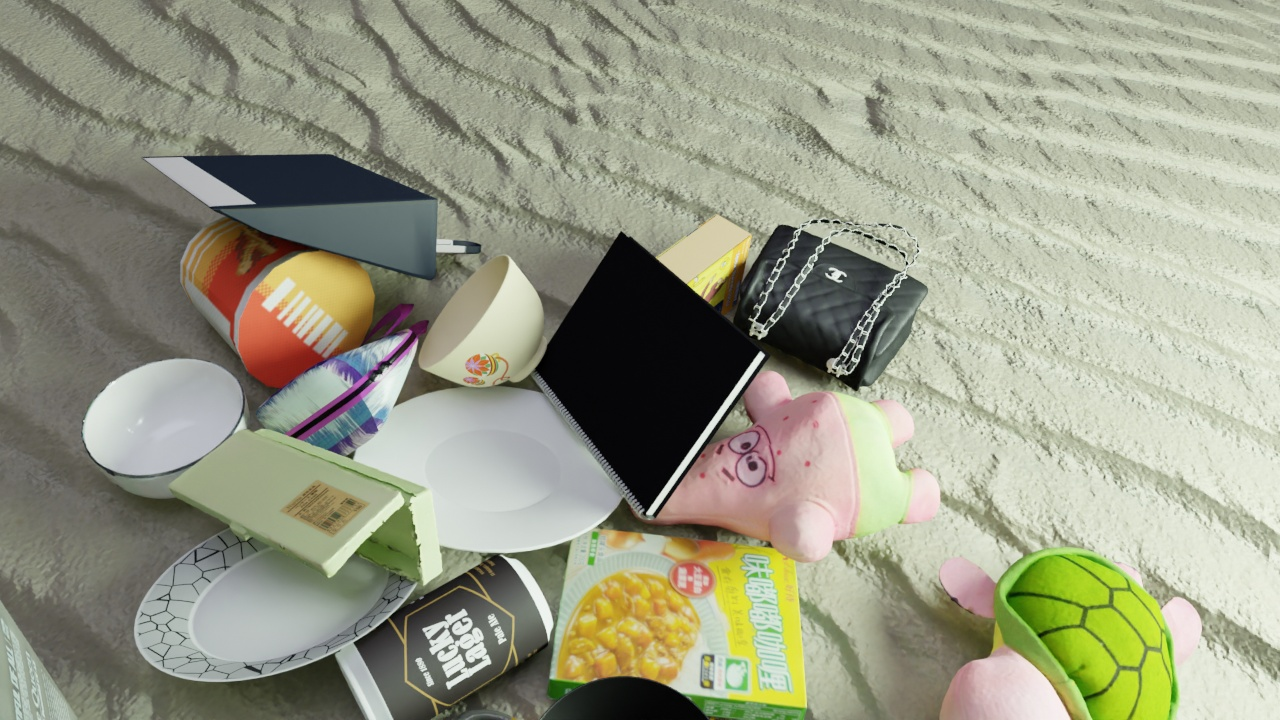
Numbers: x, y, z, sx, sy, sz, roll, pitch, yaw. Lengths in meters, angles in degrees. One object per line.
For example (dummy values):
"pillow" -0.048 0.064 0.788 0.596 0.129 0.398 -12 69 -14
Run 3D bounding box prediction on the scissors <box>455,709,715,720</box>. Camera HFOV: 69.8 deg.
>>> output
"scissors" -0.013 0.277 0.570 0.224 0.016 0.225 -34 59 -30

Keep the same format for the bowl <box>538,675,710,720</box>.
"bowl" -0.010 0.257 0.541 0.124 0.053 0.123 3 50 -3

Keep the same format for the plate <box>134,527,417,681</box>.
"plate" -0.238 0.154 0.625 0.188 0.016 0.188 -5 25 2

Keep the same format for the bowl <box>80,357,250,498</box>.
"bowl" -0.356 0.059 0.703 0.113 0.063 0.113 2 48 -3

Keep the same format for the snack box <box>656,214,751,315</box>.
"snack box" 0.040 -0.061 0.828 0.040 0.088 0.125 35 54 24

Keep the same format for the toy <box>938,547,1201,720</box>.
"toy" 0.287 0.203 0.617 0.237 0.088 0.190 -19 65 -28

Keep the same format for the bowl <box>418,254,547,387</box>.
"bowl" -0.122 -0.021 0.781 0.074 0.118 0.117 39 43 -25

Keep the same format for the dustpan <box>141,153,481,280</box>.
"dustpan" -0.264 -0.125 0.816 0.272 0.080 0.236 -11 25 -37

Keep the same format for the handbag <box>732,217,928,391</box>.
"handbag" 0.168 -0.057 0.821 0.154 0.115 0.124 29 54 15

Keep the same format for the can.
"can" -0.127 0.187 0.604 0.128 0.072 0.072 -26 56 -25

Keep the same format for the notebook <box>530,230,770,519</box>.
"notebook" -0.004 0.004 0.716 0.016 0.149 0.206 23 16 -41

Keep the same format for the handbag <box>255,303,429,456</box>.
"handbag" -0.222 0.005 0.743 0.068 0.145 0.169 51 27 -17

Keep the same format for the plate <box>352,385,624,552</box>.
"plate" -0.113 0.081 0.709 0.208 0.015 0.208 6 30 -4

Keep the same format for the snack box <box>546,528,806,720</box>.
"snack box" 0.027 0.180 0.640 0.168 0.027 0.131 6 38 0

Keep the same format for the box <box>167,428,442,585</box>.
"box" -0.222 0.106 0.626 0.188 0.083 0.091 14 49 37

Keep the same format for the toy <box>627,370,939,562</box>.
"toy" 0.105 0.085 0.705 0.237 0.097 0.191 -10 40 0

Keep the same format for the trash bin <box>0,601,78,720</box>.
"trash bin" -0.377 0.228 0.444 0.197 0.221 0.197 -20 53 -22

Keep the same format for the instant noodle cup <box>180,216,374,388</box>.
"instant noodle cup" -0.316 -0.058 0.782 0.121 0.124 0.123 30 52 30
